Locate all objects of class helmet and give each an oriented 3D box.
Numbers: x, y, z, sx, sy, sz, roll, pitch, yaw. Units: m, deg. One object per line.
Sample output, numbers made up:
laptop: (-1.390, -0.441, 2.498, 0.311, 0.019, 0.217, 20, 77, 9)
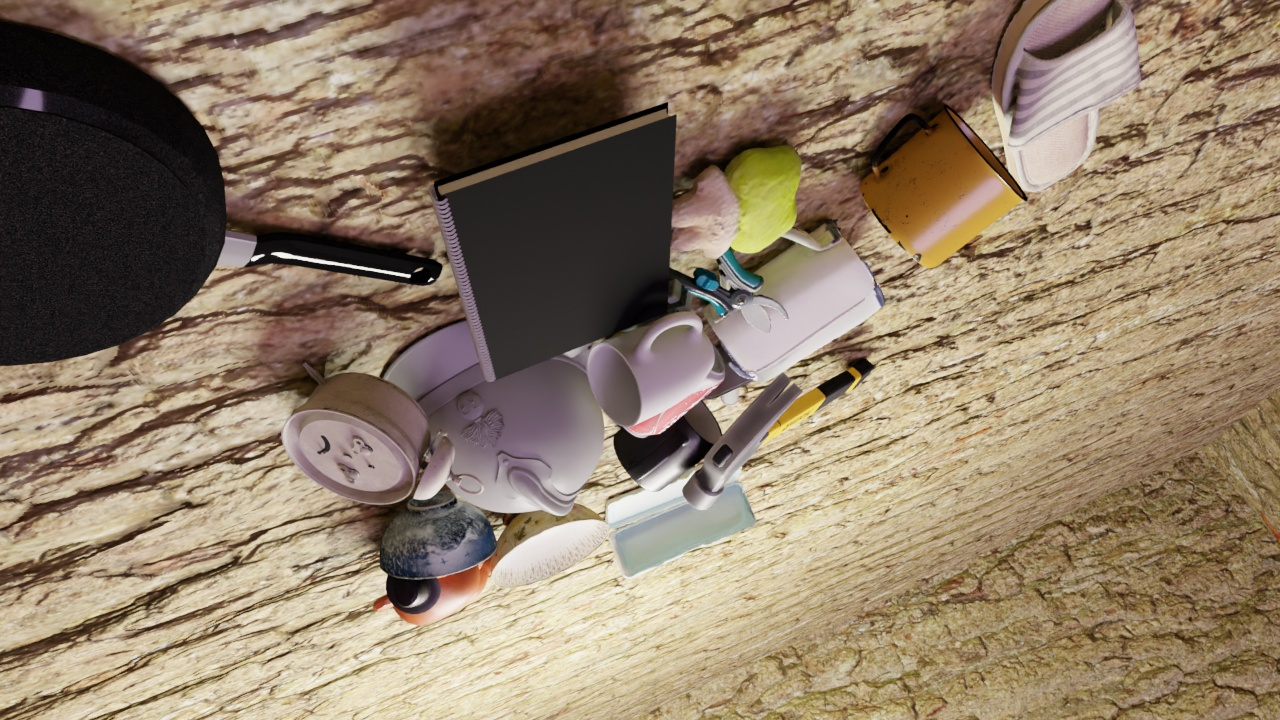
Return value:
helmet: (-0.103, 0.076, 0.793, 0.183, 0.117, 0.271, -30, 150, 6)

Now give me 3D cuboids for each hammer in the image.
hammer: (0.177, 0.049, 0.998, 0.323, 0.034, 0.170, -22, 152, -49)

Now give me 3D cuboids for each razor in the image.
razor: (0.095, 0.021, 0.962, 0.088, 0.047, 0.116, -25, 160, -6)

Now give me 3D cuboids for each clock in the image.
clock: (-0.191, 0.063, 0.699, 0.157, 0.061, 0.104, 25, 135, -6)

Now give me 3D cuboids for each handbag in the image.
handbag: (0.126, -0.061, 0.815, 0.151, 0.074, 0.176, -33, 142, 12)

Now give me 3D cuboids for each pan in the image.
pan: (-0.259, -0.062, 0.505, 0.355, 0.044, 0.205, 7, 137, -45)

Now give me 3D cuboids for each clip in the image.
clip: (0.005, -0.044, 0.758, 0.076, 0.023, 0.042, -15, 141, 32)

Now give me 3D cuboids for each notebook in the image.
notebook: (-0.049, -0.067, 0.608, 0.149, 0.016, 0.207, -22, 152, -12)

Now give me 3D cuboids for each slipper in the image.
slipper: (0.357, -0.220, 0.772, 0.114, 0.054, 0.272, -26, 153, 9)

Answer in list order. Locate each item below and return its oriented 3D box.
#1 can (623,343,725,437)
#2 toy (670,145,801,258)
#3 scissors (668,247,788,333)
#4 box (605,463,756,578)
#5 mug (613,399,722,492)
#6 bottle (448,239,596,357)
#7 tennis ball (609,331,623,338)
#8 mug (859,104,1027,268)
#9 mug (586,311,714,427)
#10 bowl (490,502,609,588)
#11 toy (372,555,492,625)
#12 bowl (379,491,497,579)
can: (0.025, 0.023, 0.873, 0.105, 0.064, 0.064, -42, 149, 26)
toy: (0.070, -0.116, 0.695, 0.117, 0.043, 0.092, -23, 141, -18)
scissors: (0.063, -0.070, 0.756, 0.155, 0.019, 0.125, -2, 131, -9)
box: (0.054, 0.197, 1.189, 0.197, 0.074, 0.126, -20, 132, -17)
mug: (0.024, 0.086, 0.943, 0.088, 0.078, 0.113, -39, -179, 21)
bottle: (-0.072, -0.063, 0.662, 0.084, 0.046, 0.173, -36, 151, 15)
tennis ball: (-0.005, 0.005, 0.814, 0.065, 0.065, 0.065, -21, 152, -12)
mug: (0.236, -0.145, 0.749, 0.123, 0.100, 0.094, 33, 121, -27)
mug: (0.018, -0.006, 0.732, 0.089, 0.071, 0.107, -23, 155, -33)
bowl: (-0.112, 0.194, 1.040, 0.145, 0.063, 0.145, -22, 152, -13)
toy: (-0.216, 0.232, 0.978, 0.112, 0.096, 0.176, -29, -176, 3)
bowl: (-0.201, 0.164, 0.901, 0.114, 0.061, 0.114, -4, -169, 1)
